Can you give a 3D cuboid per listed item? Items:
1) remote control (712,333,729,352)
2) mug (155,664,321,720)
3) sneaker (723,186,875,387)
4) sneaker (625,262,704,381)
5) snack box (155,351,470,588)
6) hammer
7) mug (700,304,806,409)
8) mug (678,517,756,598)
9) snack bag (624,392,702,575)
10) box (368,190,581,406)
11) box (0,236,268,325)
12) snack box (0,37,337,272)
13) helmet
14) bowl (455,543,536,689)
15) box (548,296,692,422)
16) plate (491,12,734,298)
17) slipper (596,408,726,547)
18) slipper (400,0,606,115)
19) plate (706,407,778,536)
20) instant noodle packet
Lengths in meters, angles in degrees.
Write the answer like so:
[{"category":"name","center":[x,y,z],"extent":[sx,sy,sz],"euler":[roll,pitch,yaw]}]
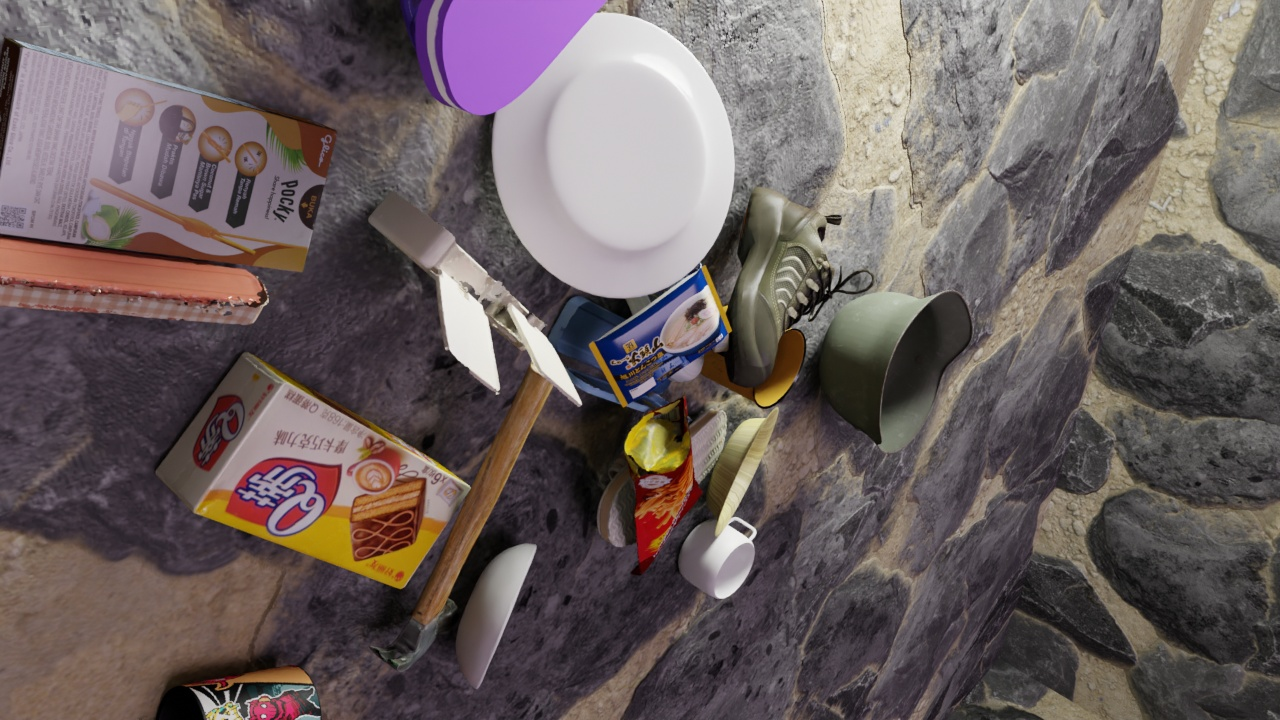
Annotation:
[{"category":"remote control","center":[0.072,-0.057,0.981],"extent":[0.018,0.125,0.038],"euler":[-10,129,-6]},{"category":"mug","center":[-0.336,0.310,0.750],"extent":[0.098,0.082,0.118],"euler":[8,129,-52]},{"category":"sneaker","center":[0.170,-0.070,0.995],"extent":[0.101,0.143,0.237],"euler":[99,3,-67]},{"category":"sneaker","center":[0.032,-0.070,0.923],"extent":[0.236,0.079,0.087],"euler":[62,31,-43]},{"category":"snack box","center":[-0.247,0.097,0.728],"extent":[0.110,0.062,0.230],"euler":[-56,144,-9]},{"category":"hammer","center":[-0.150,0.142,0.805],"extent":[0.331,0.033,0.132],"euler":[-63,169,21]},{"category":"mug","center":[0.121,-0.009,1.077],"extent":[0.123,0.094,0.100],"euler":[5,109,-53]},{"category":"mug","center":[0.110,0.263,1.257],"extent":[0.115,0.068,0.094],"euler":[-44,140,-24]},{"category":"snack bag","center":[0.024,0.137,0.997],"extent":[0.138,0.067,0.208],"euler":[-55,158,-32]},{"category":"box","center":[-0.124,-0.042,0.694],"extent":[0.058,0.187,0.144],"euler":[-43,139,1]},{"category":"box","center":[-0.322,-0.043,0.547],"extent":[0.186,0.071,0.056],"euler":[4,70,-49]},{"category":"snack box","center":[-0.289,-0.118,0.566],"extent":[0.185,0.032,0.101],"euler":[4,109,-51]},{"category":"helmet","center":[0.341,0.006,1.300],"extent":[0.226,0.154,0.268],"euler":[-42,134,-24]},{"category":"bowl","center":[-0.152,0.248,0.919],"extent":[0.149,0.043,0.149],"euler":[-163,-84,-88]},{"category":"box","center":[-0.007,0.004,0.952],"extent":[0.073,0.085,0.208],"euler":[-55,145,9]},{"category":"plate","center":[-0.012,-0.175,0.792],"extent":[0.242,0.016,0.242],"euler":[-3,96,-31]},{"category":"slipper","center":[0.023,0.125,1.084],"extent":[0.262,0.052,0.115],"euler":[-30,130,-50]},{"category":"slipper","center":[-0.104,-0.271,0.663],"extent":[0.107,0.084,0.265],"euler":[94,21,-46]},{"category":"plate","center":[0.123,0.137,1.195],"extent":[0.184,0.036,0.185],"euler":[-56,163,-28]},{"category":"instant noodle packet","center":[0.022,-0.022,0.878],"extent":[0.134,0.026,0.087],"euler":[-35,130,-9]}]
